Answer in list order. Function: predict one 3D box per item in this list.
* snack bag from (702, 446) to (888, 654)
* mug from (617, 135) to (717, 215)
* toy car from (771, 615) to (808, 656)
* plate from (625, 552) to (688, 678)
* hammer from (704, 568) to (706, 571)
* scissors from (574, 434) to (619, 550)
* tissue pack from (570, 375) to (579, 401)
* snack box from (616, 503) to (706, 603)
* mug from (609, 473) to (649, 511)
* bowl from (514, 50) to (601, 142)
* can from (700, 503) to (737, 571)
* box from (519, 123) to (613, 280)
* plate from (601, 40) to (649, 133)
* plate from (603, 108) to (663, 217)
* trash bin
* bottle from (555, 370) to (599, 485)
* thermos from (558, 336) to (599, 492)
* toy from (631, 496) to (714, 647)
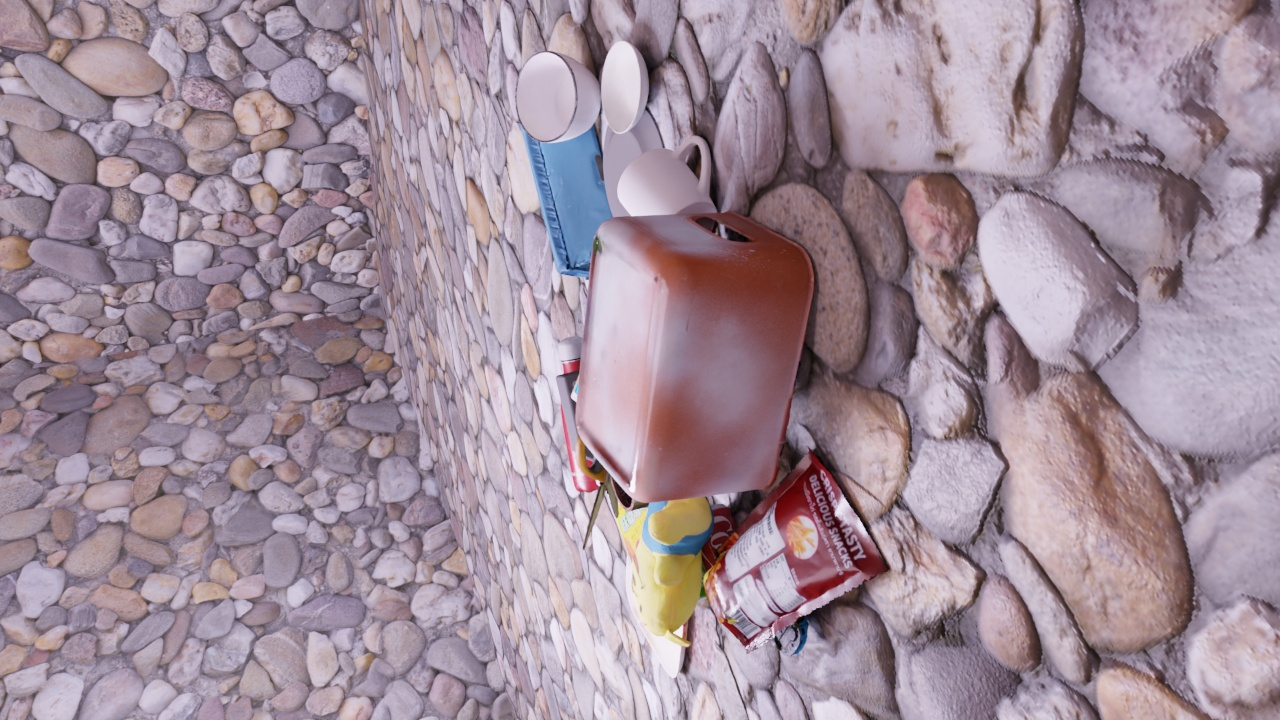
[{"bbox_3d":[0.141,0.194,0.909,0.209,0.066,0.138,-55,44,41],"label":"snack bag"},{"bbox_3d":[0.041,-0.181,0.976,0.114,0.080,0.087,-52,54,24],"label":"mug"},{"bbox_3d":[0.151,0.265,0.979,0.048,0.032,0.105,-66,32,32],"label":"toy car"},{"bbox_3d":[0.025,0.358,1.370,0.187,0.016,0.187,-128,33,-48],"label":"plate"},{"bbox_3d":[0.016,0.159,1.250,0.138,0.035,0.314,-27,75,60],"label":"hammer"},{"bbox_3d":[-0.042,0.128,1.153,0.225,0.016,0.229,-70,-21,-10],"label":"scissors"},{"bbox_3d":[-0.019,-0.029,1.078,0.117,0.066,0.208,121,173,-63],"label":"tissue pack"},{"bbox_3d":[0.026,0.245,1.193,0.132,0.027,0.168,-50,55,51],"label":"snack box"},{"bbox_3d":[0.025,0.119,1.117,0.080,0.107,0.116,-137,40,-55],"label":"mug"},{"bbox_3d":[-0.102,-0.341,1.196,0.116,0.065,0.116,10,105,40],"label":"bowl"},{"bbox_3d":[0.095,0.221,1.073,0.054,0.054,0.096,117,136,-58],"label":"can"},{"bbox_3d":[-0.079,-0.240,1.279,0.112,0.094,0.231,-17,82,24],"label":"box"},{"bbox_3d":[-0.013,-0.319,1.072,0.104,0.026,0.104,24,117,60],"label":"plate"},{"bbox_3d":[-0.013,-0.230,1.135,0.178,0.012,0.179,38,133,55],"label":"plate"},{"bbox_3d":[0.040,-0.007,0.900,0.181,0.157,0.260,42,130,53],"label":"trash bin"},{"bbox_3d":[-0.064,0.098,1.360,0.046,0.083,0.174,-179,76,-68],"label":"bottle"},{"bbox_3d":[-0.087,0.081,1.417,0.073,0.073,0.240,-178,77,-68],"label":"thermos"},{"bbox_3d":[0.034,0.219,1.035,0.148,0.084,0.214,-96,8,-59],"label":"toy"}]
